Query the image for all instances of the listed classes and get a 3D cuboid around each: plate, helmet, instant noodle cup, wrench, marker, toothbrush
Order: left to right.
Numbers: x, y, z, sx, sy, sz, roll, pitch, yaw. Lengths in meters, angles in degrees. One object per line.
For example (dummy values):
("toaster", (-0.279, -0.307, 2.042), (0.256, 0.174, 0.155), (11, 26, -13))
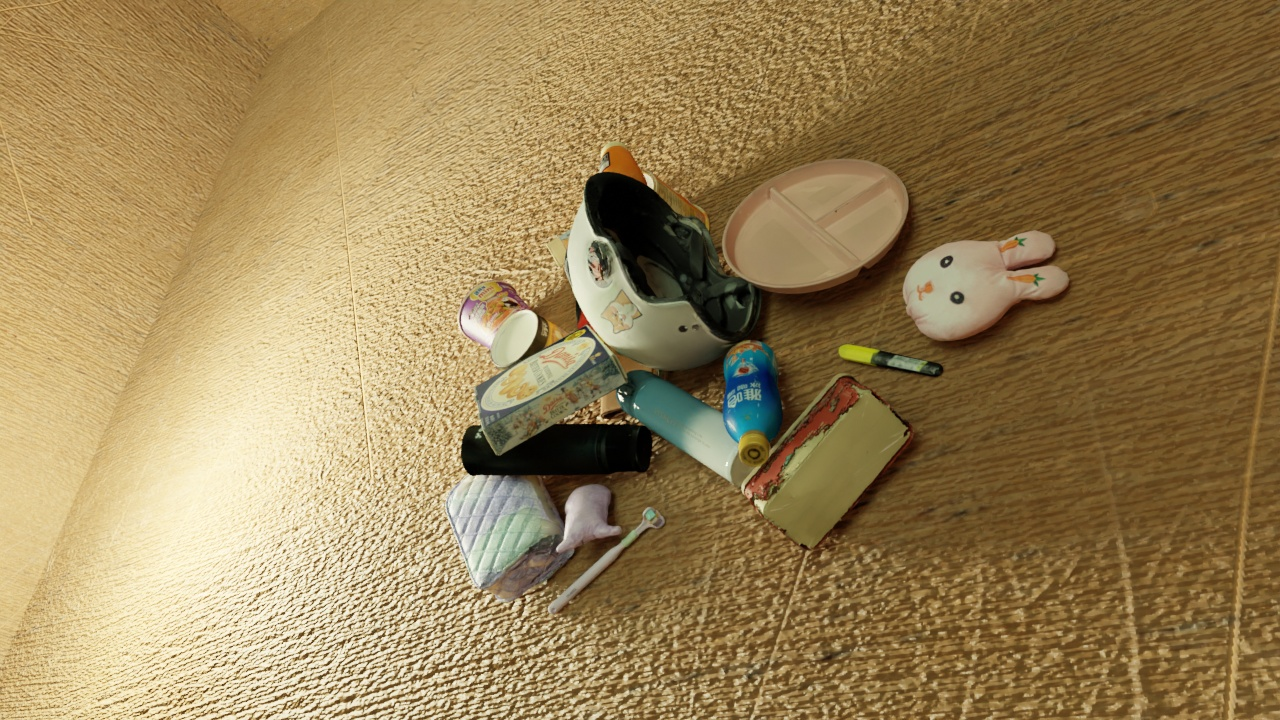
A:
("instant noodle cup", (-0.214, -0.059, 1.434), (0.099, 0.111, 0.111), (36, 88, 42))
("instant noodle cup", (-0.144, -0.005, 1.316), (0.119, 0.114, 0.118), (-25, 47, 29))
("wrench", (-0.094, -0.120, 1.412), (0.056, 0.016, 0.273), (-32, 38, 12))
("toothbrush", (-0.045, 0.247, 1.114), (0.189, 0.029, 0.021), (-44, 0, 12))
("instant noodle cup", (0.007, -0.192, 1.313), (0.152, 0.111, 0.151), (-25, 47, 29))
("helmet", (0.008, -0.091, 1.153), (0.274, 0.229, 0.157), (44, 121, 11))
("plate", (0.212, -0.164, 1.123), (0.230, 0.028, 0.229), (-16, 44, 16))
("marker", (0.271, 0.000, 1.000), (0.124, 0.015, 0.018), (14, 73, 44))

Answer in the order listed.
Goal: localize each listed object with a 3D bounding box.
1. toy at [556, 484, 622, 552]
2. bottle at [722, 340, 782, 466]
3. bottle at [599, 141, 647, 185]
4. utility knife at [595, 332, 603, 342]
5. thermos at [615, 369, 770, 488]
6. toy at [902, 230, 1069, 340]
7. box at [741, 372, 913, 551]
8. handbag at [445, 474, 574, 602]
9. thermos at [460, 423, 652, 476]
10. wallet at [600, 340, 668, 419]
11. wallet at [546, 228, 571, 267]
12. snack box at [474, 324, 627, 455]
("toy", (-0.063, 0.190, 1.143), (0.084, 0.039, 0.107), (-16, 27, 8))
("bottle", (0.122, 0.048, 1.003), (0.065, 0.065, 0.218), (-34, 18, 20))
("bottle", (-0.030, -0.261, 1.265), (0.067, 0.066, 0.149), (-36, 35, 19))
("utility knife", (-0.049, -0.046, 1.334), (0.033, 0.015, 0.180), (-6, 55, 18))
("thermos", (0.054, 0.074, 1.091), (0.220, 0.070, 0.070), (30, 84, 43))
("toy", (0.354, -0.083, 0.956), (0.160, 0.054, 0.121), (-21, 49, 21))
("box", (0.190, 0.104, 0.928), (0.168, 0.091, 0.075), (-50, 19, 3))
("handbag", (-0.175, 0.215, 1.217), (0.134, 0.075, 0.194), (-41, 42, 5))
("thermos", (-0.105, 0.112, 1.190), (0.243, 0.068, 0.089), (-2, 17, 19))
("wallet", (-0.007, 0.007, 1.242), (0.108, 0.031, 0.131), (-19, 55, 31))
("wallet", (-0.090, -0.192, 1.454), (0.115, 0.024, 0.087), (-31, 35, 0))
("snack box", (-0.120, 0.032, 1.171), (0.182, 0.046, 0.178), (-30, 19, -5))
